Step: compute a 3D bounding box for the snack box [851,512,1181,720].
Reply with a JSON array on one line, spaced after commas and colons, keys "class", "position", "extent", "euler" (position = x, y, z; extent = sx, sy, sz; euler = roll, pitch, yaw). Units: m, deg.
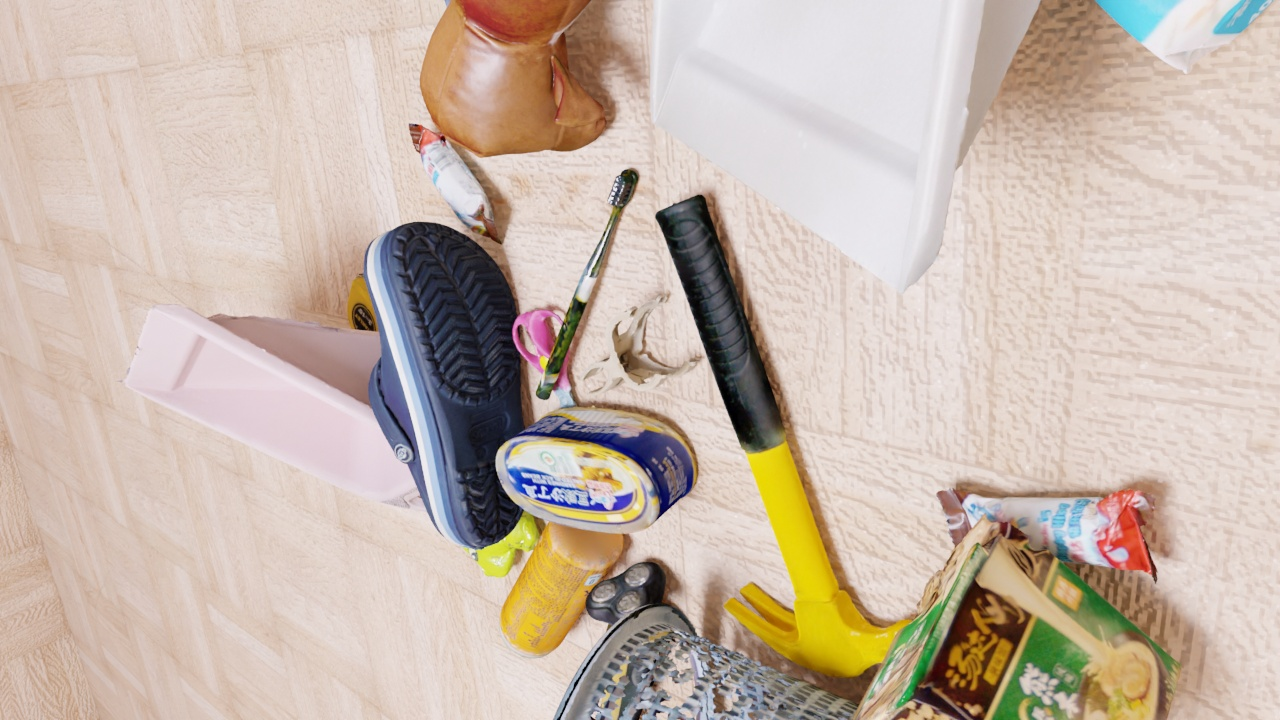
[{"class": "snack box", "position": [0.172, 0.158, 0.425], "extent": [0.105, 0.117, 0.118], "euler": [31, 146, 17]}]

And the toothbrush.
[{"class": "toothbrush", "position": [-0.040, -0.044, 0.616], "extent": [0.012, 0.017, 0.186], "euler": [31, 122, 10]}]

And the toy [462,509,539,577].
[{"class": "toy", "position": [-0.121, 0.138, 0.773], "extent": [0.100, 0.031, 0.097], "euler": [-8, 97, 42]}]

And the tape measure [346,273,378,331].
[{"class": "tape measure", "position": [-0.231, -0.038, 0.807], "extent": [0.060, 0.028, 0.057], "euler": [46, 132, 20]}]

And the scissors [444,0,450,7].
[{"class": "scissors", "position": [-0.116, -0.232, 0.627], "extent": [0.156, 0.012, 0.166], "euler": [-14, 98, 47]}]

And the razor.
[{"class": "razor", "position": [-0.013, 0.223, 0.690], "extent": [0.067, 0.062, 0.168], "euler": [12, 125, 5]}]

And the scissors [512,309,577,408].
[{"class": "scissors", "position": [-0.056, 0.026, 0.675], "extent": [0.054, 0.017, 0.133], "euler": [-13, 101, 37]}]

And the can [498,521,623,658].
[{"class": "can", "position": [-0.065, 0.173, 0.713], "extent": [0.058, 0.058, 0.146], "euler": [47, 133, 20]}]

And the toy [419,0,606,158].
[{"class": "toy", "position": [-0.061, -0.206, 0.513], "extent": [0.140, 0.130, 0.200], "euler": [44, 153, 19]}]

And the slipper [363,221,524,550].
[{"class": "slipper", "position": [-0.148, 0.019, 0.690], "extent": [0.095, 0.104, 0.253], "euler": [1, 110, 33]}]

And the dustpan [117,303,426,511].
[{"class": "dustpan", "position": [-0.280, 0.060, 0.764], "extent": [0.223, 0.273, 0.138], "euler": [-29, 63, 56]}]

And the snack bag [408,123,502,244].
[{"class": "snack bag", "position": [-0.136, -0.130, 0.675], "extent": [0.104, 0.026, 0.048], "euler": [54, 168, 14]}]

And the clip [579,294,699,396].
[{"class": "clip", "position": [0.000, 0.007, 0.600], "extent": [0.094, 0.034, 0.103], "euler": [46, 137, 22]}]

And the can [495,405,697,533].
[{"class": "can", "position": [-0.034, 0.076, 0.640], "extent": [0.148, 0.049, 0.075], "euler": [2, 115, 39]}]

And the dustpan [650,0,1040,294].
[{"class": "dustpan", "position": [0.054, -0.199, 0.328], "extent": [0.258, 0.142, 0.222], "euler": [-61, 36, 17]}]

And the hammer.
[{"class": "hammer", "position": [0.073, 0.049, 0.548], "extent": [0.129, 0.032, 0.301], "euler": [-15, 96, 45]}]

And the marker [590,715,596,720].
[{"class": "marker", "position": [-0.008, 0.306, 0.714], "extent": [0.124, 0.015, 0.018], "euler": [39, 133, -4]}]

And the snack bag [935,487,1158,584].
[{"class": "snack bag", "position": [0.197, 0.082, 0.445], "extent": [0.106, 0.026, 0.045], "euler": [-9, 108, 48]}]

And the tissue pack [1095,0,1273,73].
[{"class": "tissue pack", "position": [0.201, -0.177, 0.306], "extent": [0.090, 0.063, 0.140], "euler": [52, 135, 17]}]

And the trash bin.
[{"class": "trash bin", "position": [0.073, 0.274, 0.533], "extent": [0.195, 0.225, 0.227], "euler": [4, 110, 29]}]
